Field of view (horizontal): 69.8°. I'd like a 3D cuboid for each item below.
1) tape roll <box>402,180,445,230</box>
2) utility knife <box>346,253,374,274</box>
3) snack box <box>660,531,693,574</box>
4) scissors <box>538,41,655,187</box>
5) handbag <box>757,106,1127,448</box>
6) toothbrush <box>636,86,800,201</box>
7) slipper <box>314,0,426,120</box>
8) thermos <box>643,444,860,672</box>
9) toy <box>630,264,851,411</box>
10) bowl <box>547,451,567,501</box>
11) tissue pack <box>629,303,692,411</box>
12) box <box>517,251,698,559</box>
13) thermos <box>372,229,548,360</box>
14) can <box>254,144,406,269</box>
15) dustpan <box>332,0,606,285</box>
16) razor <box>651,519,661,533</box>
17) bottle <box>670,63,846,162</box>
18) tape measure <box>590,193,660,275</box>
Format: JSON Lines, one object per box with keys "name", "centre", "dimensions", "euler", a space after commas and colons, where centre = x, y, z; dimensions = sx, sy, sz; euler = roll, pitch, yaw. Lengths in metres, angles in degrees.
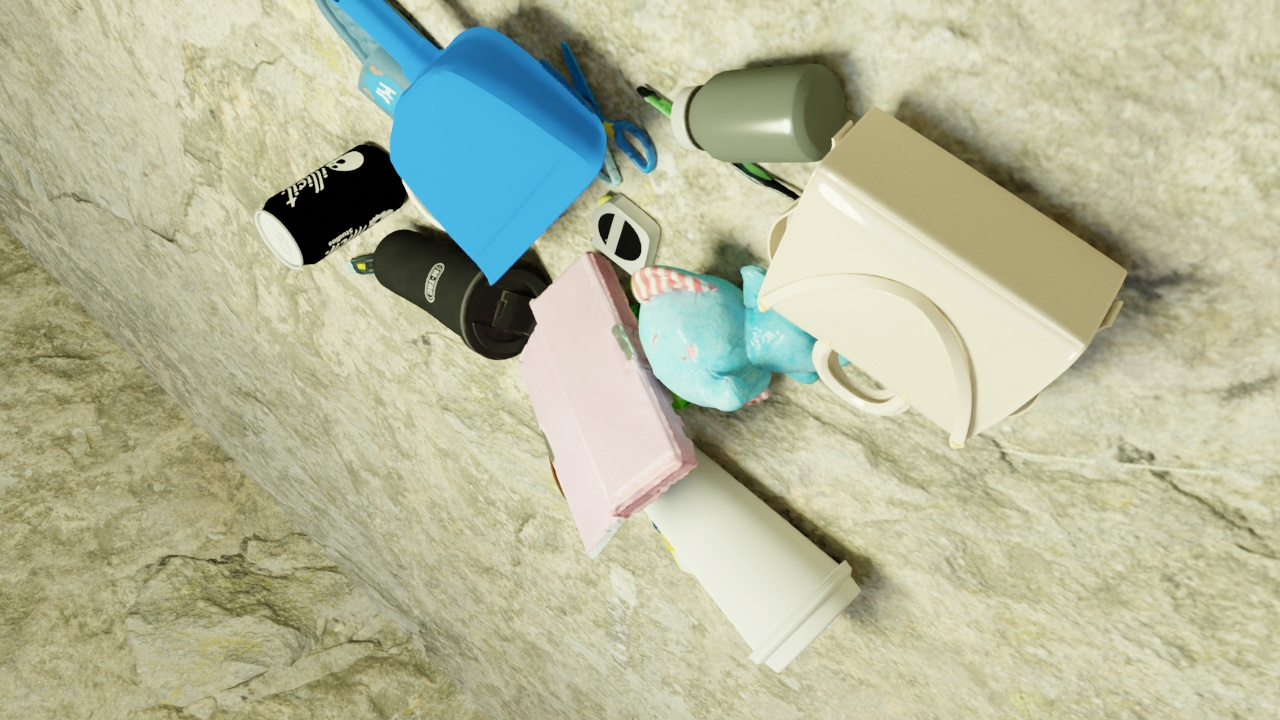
{"name": "tape roll", "centre": [-0.209, -0.177, 0.949], "dimensions": [0.094, 0.019, 0.094], "euler": [31, 145, 24]}
{"name": "utility knife", "centre": [-0.335, -0.122, 1.163], "dimensions": [0.187, 0.020, 0.029], "euler": [1, 125, 51]}
{"name": "snack box", "centre": [0.092, 0.221, 1.034], "dimensions": [0.152, 0.025, 0.075], "euler": [7, 131, 47]}
{"name": "scissors", "centre": [-0.043, -0.194, 0.741], "dimensions": [0.132, 0.020, 0.097], "euler": [48, 146, -4]}
{"name": "handbag", "centre": [0.165, -0.029, 0.590], "dimensions": [0.194, 0.101, 0.198], "euler": [37, 148, 10]}
{"name": "toothbrush", "centre": [0.069, -0.143, 0.661], "dimensions": [0.188, 0.014, 0.017], "euler": [39, 156, 13]}
{"name": "slipper", "centre": [-0.235, -0.270, 0.839], "dimensions": [0.213, 0.059, 0.104], "euler": [50, 151, -4]}
{"name": "thermos", "centre": [0.096, 0.184, 0.906], "dimensions": [0.222, 0.131, 0.132], "euler": [45, 150, 18]}
{"name": "toy", "centre": [0.080, -0.007, 0.725], "dimensions": [0.181, 0.114, 0.183], "euler": [3, 142, 34]}
{"name": "bowl", "centre": [-0.018, 0.074, 0.874], "dimensions": [0.148, 0.068, 0.147], "euler": [-5, 83, 47]}
{"name": "tissue pack", "centre": [-0.005, 0.005, 0.898], "dimensions": [0.100, 0.034, 0.114], "euler": [-15, 114, 52]}
{"name": "box", "centre": [-0.051, 0.041, 0.827], "dimensions": [0.181, 0.050, 0.232], "euler": [-48, 54, 35]}
{"name": "thermos", "centre": [-0.199, -0.080, 0.976], "dimensions": [0.219, 0.105, 0.106], "euler": [25, 143, 40]}
{"name": "can", "centre": [-0.329, -0.166, 0.982], "dimensions": [0.080, 0.145, 0.080], "euler": [31, 145, 24]}
{"name": "dustpan", "centre": [-0.164, -0.203, 0.737], "dimensions": [0.257, 0.059, 0.246], "euler": [42, 150, -11]}
{"name": "razor", "centre": [0.002, 0.148, 1.065], "dimensions": [0.044, 0.018, 0.141], "euler": [-1, 127, 37]}
{"name": "bottle", "centre": [0.074, -0.158, 0.594], "dimensions": [0.109, 0.060, 0.060], "euler": [12, 135, 43]}
{"name": "tape measure", "centre": [-0.015, -0.110, 0.796], "dimensions": [0.064, 0.016, 0.065], "euler": [39, 148, 11]}
